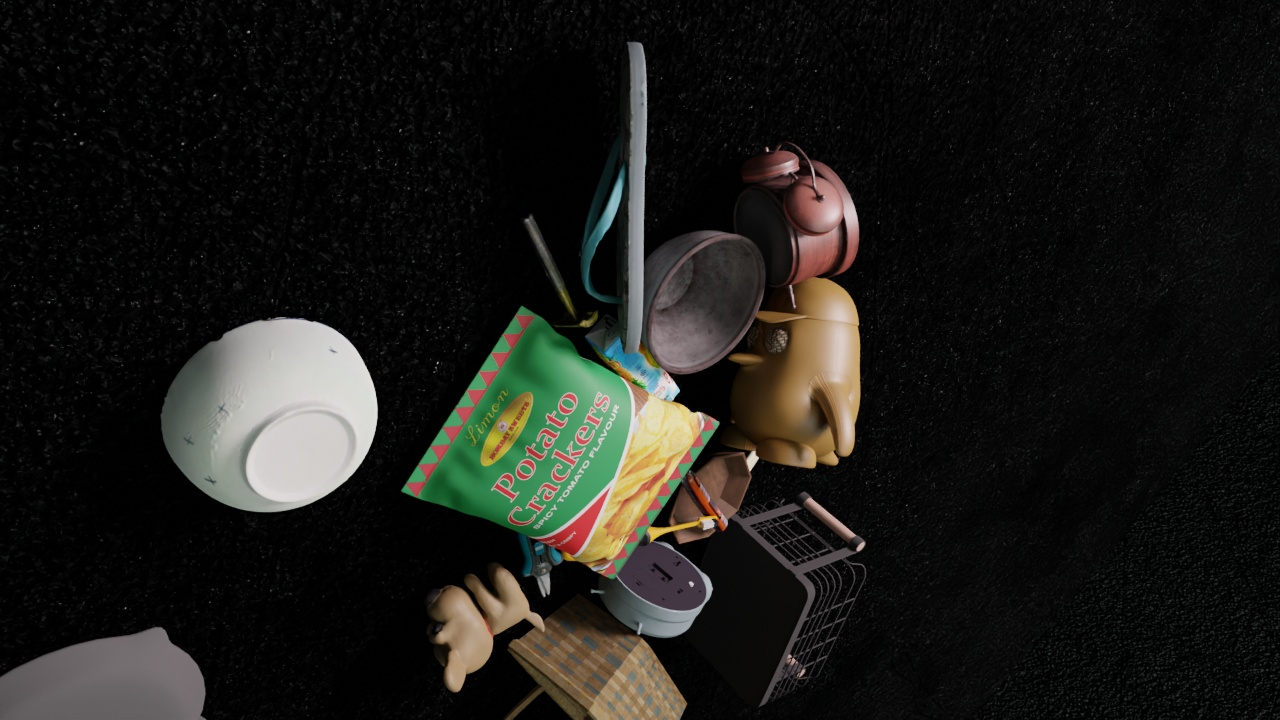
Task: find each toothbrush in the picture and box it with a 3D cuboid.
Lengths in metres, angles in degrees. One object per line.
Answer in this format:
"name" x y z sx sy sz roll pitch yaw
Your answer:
"toothbrush" 0.001 0.199 1.042 0.196 0.031 0.031 -8 121 -24

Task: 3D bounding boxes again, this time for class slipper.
"slipper" -0.024 -0.129 0.768 0.054 0.098 0.269 0 123 -5

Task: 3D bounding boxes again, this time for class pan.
"pan" -0.478 0.280 0.682 0.216 0.024 0.354 -52 140 0

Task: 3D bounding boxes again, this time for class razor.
"razor" -0.075 -0.075 0.777 0.026 0.043 0.106 -39 117 -31

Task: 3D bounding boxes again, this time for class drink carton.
"drink carton" -0.005 0.005 0.905 0.038 0.044 0.129 -47 139 -5

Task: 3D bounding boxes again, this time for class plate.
"plate" 0.078 0.161 1.112 0.131 0.025 0.131 -24 133 -29

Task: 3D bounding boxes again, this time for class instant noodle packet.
"instant noodle packet" -0.065 0.089 0.866 0.252 0.090 0.195 31 95 -32

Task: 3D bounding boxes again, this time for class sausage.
"sausage" 0.075 0.167 1.076 0.020 0.020 0.155 -44 139 -9

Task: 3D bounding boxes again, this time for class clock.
"clock" 0.146 -0.140 0.885 0.072 0.120 0.158 -22 140 -21
"clock" 0.020 0.258 1.060 0.159 0.122 0.045 -8 129 -56

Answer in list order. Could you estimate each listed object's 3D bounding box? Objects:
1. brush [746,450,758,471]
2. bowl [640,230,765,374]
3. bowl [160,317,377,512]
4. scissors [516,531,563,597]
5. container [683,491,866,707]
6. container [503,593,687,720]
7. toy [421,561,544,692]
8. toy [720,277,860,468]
"brush" 0.178 0.068 1.150 0.033 0.012 0.218 22 104 -50
"bowl" 0.044 -0.066 0.881 0.144 0.067 0.145 -24 133 -29
"bowl" -0.262 0.051 0.677 0.153 0.073 0.154 -23 132 -28
"scissors" -0.113 0.202 0.970 0.137 0.019 0.129 28 107 -42
"container" 0.174 0.310 1.202 0.130 0.163 0.242 -7 125 -40
"container" -0.066 0.414 1.072 0.186 0.158 0.250 -48 141 -22
"toy" -0.164 0.259 0.912 0.108 0.134 0.106 -37 95 -17
"toy" 0.168 0.006 0.999 0.162 0.199 0.203 10 92 -29
